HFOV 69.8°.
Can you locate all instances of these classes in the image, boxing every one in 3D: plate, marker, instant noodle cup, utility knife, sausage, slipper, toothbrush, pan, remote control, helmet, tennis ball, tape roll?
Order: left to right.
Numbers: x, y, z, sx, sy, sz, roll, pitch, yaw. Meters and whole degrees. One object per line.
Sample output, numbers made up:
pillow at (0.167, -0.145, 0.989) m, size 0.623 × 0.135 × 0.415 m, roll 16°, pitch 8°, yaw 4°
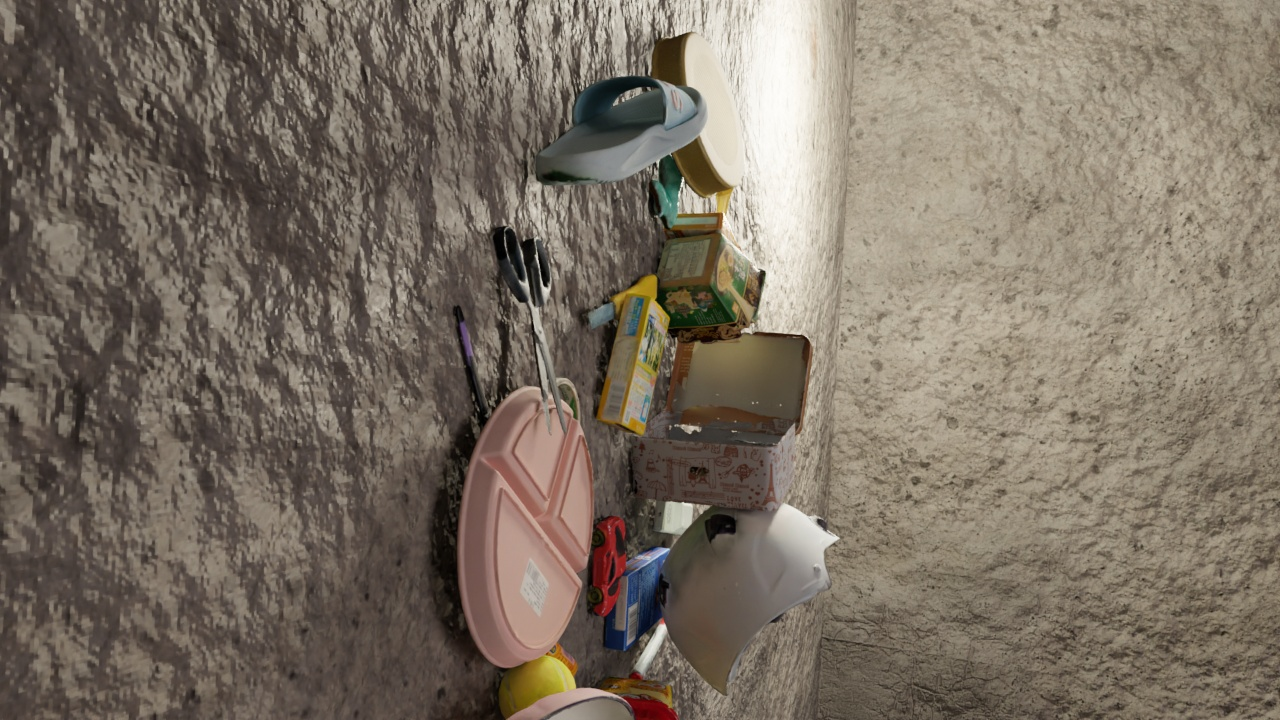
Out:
toothbrush at (-0.120, 0.043, 0.720) m, size 0.014 × 0.017 × 0.189 m, roll -73°, pitch 157°, yaw -61°
plate at (-0.088, 0.333, 0.725) m, size 0.192 × 0.039 × 0.193 m, roll -25°, pitch 133°, yaw -31°
plate at (-0.085, 0.136, 0.759) m, size 0.229 × 0.028 × 0.229 m, roll 2°, pitch 89°, yaw -72°
tennis ball at (-0.087, 0.283, 0.777) m, size 0.065 × 0.065 × 0.065 m, roll 4°, pitch 89°, yaw -71°
sausage at (-0.088, 0.262, 0.838) m, size 0.165 × 0.021 × 0.021 m, roll 65°, pitch 34°, yaw -53°
tape roll at (-0.078, 0.059, 0.845) m, size 0.085 × 0.014 × 0.086 m, roll 3°, pitch 90°, yaw -71°
slipper at (-0.020, -0.220, 0.843) m, size 0.244 × 0.104 × 0.074 m, roll -48°, pitch 136°, yaw -52°
utility knife at (-0.017, -0.065, 0.995) m, size 0.222 × 0.015 × 0.033 m, roll -36°, pitch 127°, yaw -67°
instant noodle cup at (-0.012, 0.392, 0.958) m, size 0.123 × 0.116 × 0.116 m, roll -15°, pitch 107°, yaw -82°
marker at (0.017, 0.361, 1.165) m, size 0.145 × 0.017 × 0.017 m, roll -40°, pitch 130°, yaw -64°
remote control at (0.043, 0.203, 1.203) m, size 0.125 × 0.024 × 0.049 m, roll 33°, pitch 61°, yaw -67°
pan at (0.092, -0.249, 1.171) m, size 0.357 × 0.078 × 0.197 m, roll 52°, pitch 36°, yaw -45°
helmet at (0.108, 0.249, 1.088) m, size 0.229 × 0.146 × 0.258 m, roll -50°, pitch 177°, yaw 16°

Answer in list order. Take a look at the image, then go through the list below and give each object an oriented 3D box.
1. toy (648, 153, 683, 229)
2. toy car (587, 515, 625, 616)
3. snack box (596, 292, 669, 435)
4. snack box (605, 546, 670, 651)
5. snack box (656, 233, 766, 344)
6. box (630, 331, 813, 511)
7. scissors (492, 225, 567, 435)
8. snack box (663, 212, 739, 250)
toy at (0.032, -0.205, 1.095) m, size 0.096 × 0.030 × 0.091 m, roll 44°, pitch 49°, yaw -62°
toy car at (-0.034, 0.220, 0.975) m, size 0.049 × 0.031 × 0.106 m, roll -5°, pitch 99°, yaw -70°
snack box at (-0.006, 0.006, 0.990) m, size 0.087 × 0.034 × 0.140 m, roll 36°, pitch 68°, yaw -71°
snack box at (-0.001, 0.277, 1.080) m, size 0.157 × 0.026 × 0.084 m, roll 0°, pitch 93°, yaw -71°
snack box at (0.079, -0.096, 1.140) m, size 0.105 × 0.118 × 0.117 m, roll 52°, pitch 44°, yaw -48°
box at (0.106, 0.075, 1.127) m, size 0.268 × 0.180 × 0.136 m, roll -66°, pitch 152°, yaw -42°
scissors at (-0.087, -0.030, 0.745) m, size 0.163 × 0.014 × 0.164 m, roll -84°, pitch 154°, yaw -45°
snack box at (0.086, -0.146, 1.189) m, size 0.154 × 0.075 × 0.026 m, roll 48°, pitch 47°, yaw -64°
